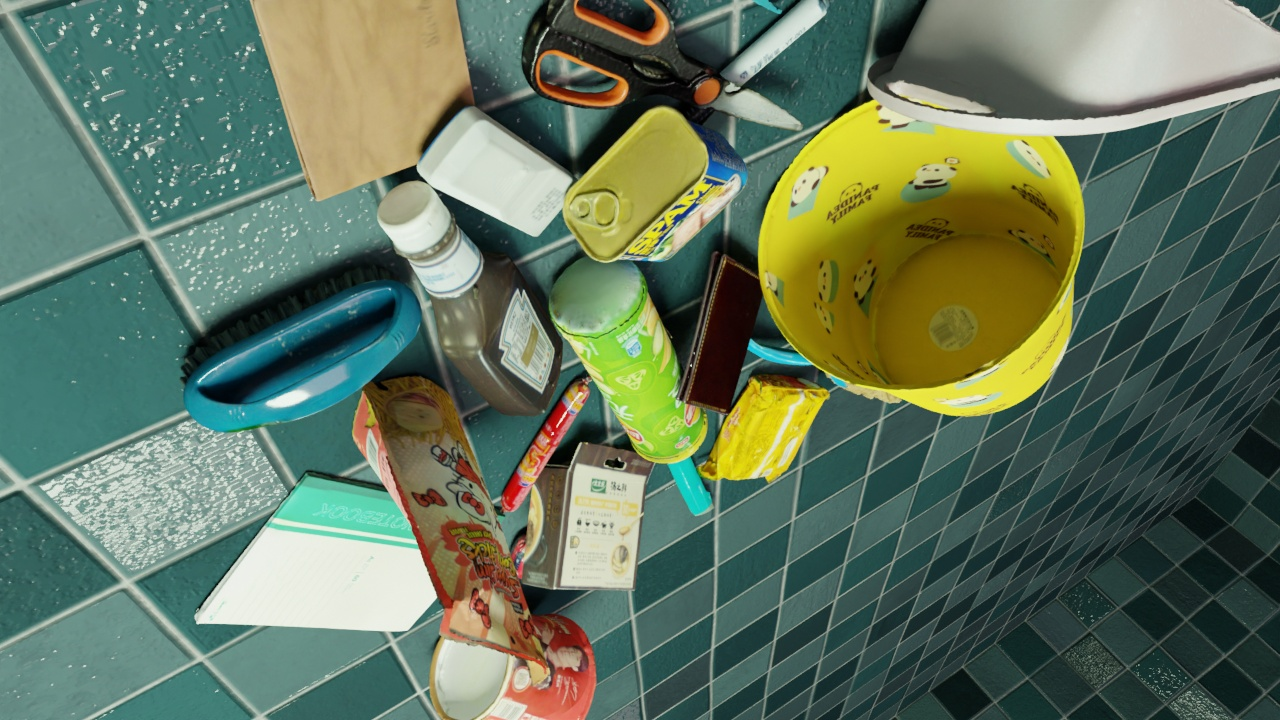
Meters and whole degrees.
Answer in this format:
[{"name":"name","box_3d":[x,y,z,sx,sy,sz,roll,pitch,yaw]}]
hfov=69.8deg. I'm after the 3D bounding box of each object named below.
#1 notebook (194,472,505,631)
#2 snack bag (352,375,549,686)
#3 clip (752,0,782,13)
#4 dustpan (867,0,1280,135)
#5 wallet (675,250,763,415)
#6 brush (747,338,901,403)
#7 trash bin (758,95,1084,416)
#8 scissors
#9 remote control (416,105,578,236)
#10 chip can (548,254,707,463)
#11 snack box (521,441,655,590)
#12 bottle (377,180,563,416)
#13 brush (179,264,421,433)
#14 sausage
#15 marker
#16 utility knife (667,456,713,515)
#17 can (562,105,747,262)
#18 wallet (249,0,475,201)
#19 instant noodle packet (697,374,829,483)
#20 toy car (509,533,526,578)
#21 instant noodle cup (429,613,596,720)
[{"name":"notebook","box_3d":[-0.224,0.162,0.742,0.150,0.012,0.209,-49,144,12]},{"name":"snack bag","box_3d":[-0.126,0.107,0.601,0.073,0.207,0.129,-33,144,-2]},{"name":"clip","box_3d":[0.075,-0.236,0.579,0.057,0.014,0.046,6,123,-45]},{"name":"dustpan","box_3d":[0.303,-0.206,0.660,0.273,0.222,0.139,10,110,-33]},{"name":"wallet","box_3d":[0.067,-0.019,0.748,0.096,0.020,0.122,18,86,-60]},{"name":"brush","box_3d":[0.174,0.002,0.897,0.254,0.083,0.046,13,97,-42]},{"name":"trash bin","box_3d":[0.251,-0.064,0.767,0.230,0.229,0.255,-48,150,11]},{"name":"scissors","box_3d":[0.021,-0.169,0.585,0.125,0.021,0.234,-39,145,15]},{"name":"remote control","box_3d":[-0.080,-0.108,0.546,0.049,0.024,0.124,-47,161,11]},{"name":"chip can","box_3d":[-0.004,0.004,0.719,0.072,0.072,0.221,-36,145,-6]},{"name":"snack box","box_3d":[-0.044,0.140,0.818,0.113,0.053,0.125,19,73,-51]},{"name":"bottle","box_3d":[-0.103,-0.036,0.583,0.044,0.079,0.195,1,150,19]},{"name":"brush","box_3d":[-0.193,-0.001,0.536,0.143,0.073,0.055,-29,135,-17]},{"name":"sausage","box_3d":[-0.081,0.072,0.770,0.020,0.020,0.156,6,124,-47]},{"name":"marker","box_3d":[0.074,-0.199,0.616,0.131,0.018,0.022,-40,154,1]},{"name":"utility knife","box_3d":[0.049,0.119,0.949,0.029,0.013,0.171,-37,142,-10]},{"name":"can","box_3d":[0.013,-0.110,0.597,0.102,0.057,0.083,-41,166,23]},{"name":"wallet","box_3d":[-0.137,-0.148,0.475,0.101,0.020,0.115,-27,141,-22]},{"name":"instant noodle packet","box_3d":[0.126,0.072,0.941,0.110,0.044,0.129,5,122,-38]},{"name":"toy car","box_3d":[-0.068,0.179,0.878,0.120,0.045,0.053,-7,132,-36]},{"name":"instant noodle cup","box_3d":[-0.128,0.304,0.890,0.138,0.138,0.108,-46,137,8]}]
